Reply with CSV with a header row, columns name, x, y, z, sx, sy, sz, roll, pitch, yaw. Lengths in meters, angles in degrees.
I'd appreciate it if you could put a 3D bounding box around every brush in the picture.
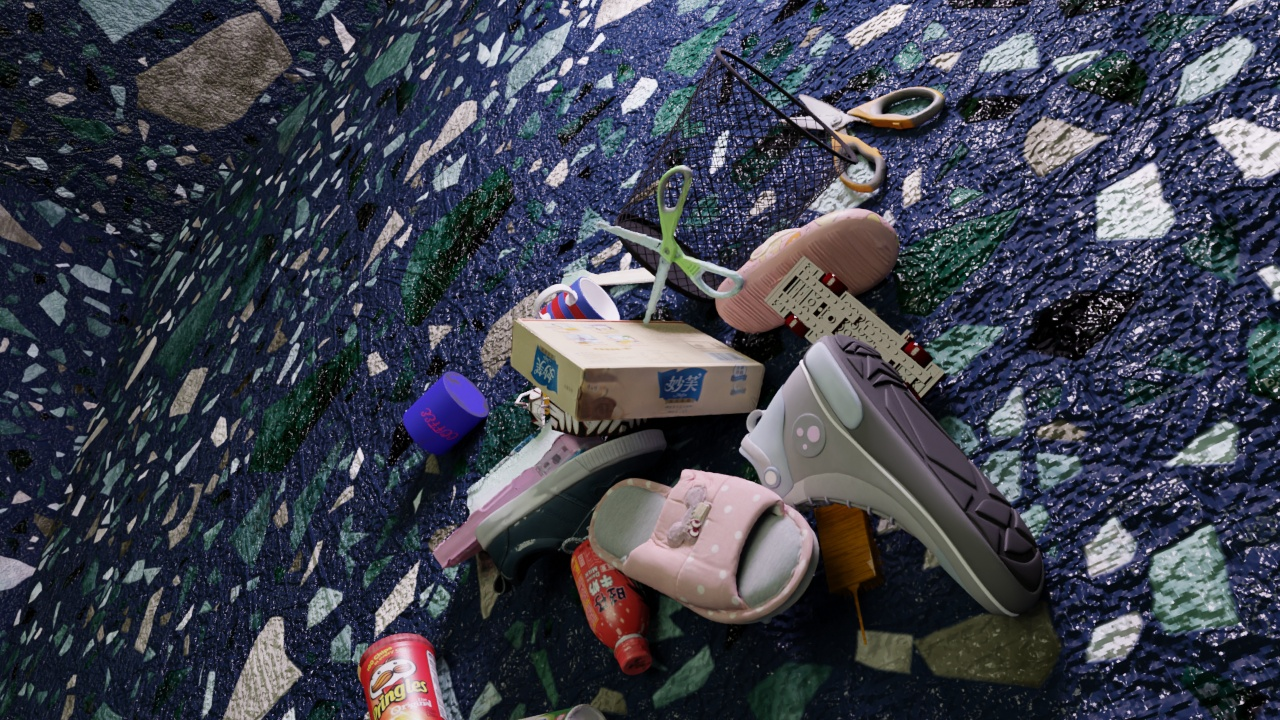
name,x,y,z,sx,sy,sz,roll,pitch,yaw
brush,0.173,0.167,0.748,0.048,0.017,0.126,-30,43,29
brush,-0.032,-0.106,1.186,0.218,0.012,0.033,-1,62,46

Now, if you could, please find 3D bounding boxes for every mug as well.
name,x,y,z,sx,sy,sz,roll,pitch,yaw
mug,-0.262,0.067,1.258,0.084,0.079,0.111,-42,11,16
mug,-0.089,-0.057,1.127,0.076,0.111,0.075,-38,55,21

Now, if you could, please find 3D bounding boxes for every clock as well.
name,x,y,z,sx,sy,sz,roll,pitch,yaw
clock,-0.064,0.035,1.002,0.155,0.114,0.065,2,106,20

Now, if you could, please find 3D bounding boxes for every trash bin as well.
name,x,y,z,sx,sy,sz,roll,pitch,yaw
trash bin,0.089,-0.186,0.973,0.211,0.184,0.184,-51,36,24

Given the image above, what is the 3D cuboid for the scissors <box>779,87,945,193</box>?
name,x,y,z,sx,sy,sz,roll,pitch,yaw
scissors,0.238,-0.267,1.013,0.175,0.016,0.225,-42,38,16

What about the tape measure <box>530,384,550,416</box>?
name,x,y,z,sx,sy,sz,roll,pitch,yaw
tape measure,-0.106,0.031,1.138,0.064,0.037,0.065,-55,23,8

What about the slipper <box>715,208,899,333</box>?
name,x,y,z,sx,sy,sz,roll,pitch,yaw
slipper,0.159,-0.100,0.914,0.198,0.093,0.081,-28,36,33

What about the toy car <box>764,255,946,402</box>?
name,x,y,z,sx,sy,sz,roll,pitch,yaw
toy car,0.193,-0.017,0.824,0.070,0.061,0.170,-49,60,9

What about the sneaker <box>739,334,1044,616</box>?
name,x,y,z,sx,sy,sz,roll,pitch,yaw
sneaker,0.178,0.113,0.717,0.161,0.093,0.256,-51,53,29

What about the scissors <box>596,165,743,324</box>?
name,x,y,z,sx,sy,sz,roll,pitch,yaw
scissors,0.028,-0.110,0.923,0.173,0.021,0.172,22,119,17

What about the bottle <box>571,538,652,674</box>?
name,x,y,z,sx,sy,sz,roll,pitch,yaw
bottle,-0.023,0.234,0.875,0.062,0.062,0.137,-44,39,13

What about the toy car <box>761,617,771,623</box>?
name,x,y,z,sx,sy,sz,roll,pitch,yaw
toy car,0.059,0.191,0.818,0.153,0.056,0.055,38,110,58

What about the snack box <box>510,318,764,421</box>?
name,x,y,z,sx,sy,sz,roll,pitch,yaw
snack box,-0.005,0.005,0.915,0.153,0.207,0.055,33,118,53

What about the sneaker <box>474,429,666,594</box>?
name,x,y,z,sx,sy,sz,roll,pitch,yaw
sneaker,-0.064,0.157,0.958,0.236,0.089,0.087,-34,75,6

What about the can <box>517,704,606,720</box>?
name,x,y,z,sx,sy,sz,roll,pitch,yaw
can,-0.088,0.360,0.843,0.121,0.067,0.067,-26,46,33

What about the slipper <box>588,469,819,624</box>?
name,x,y,z,sx,sy,sz,roll,pitch,yaw
slipper,0.035,0.147,0.776,0.275,0.054,0.114,1,59,53

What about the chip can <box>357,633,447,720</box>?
name,x,y,z,sx,sy,sz,roll,pitch,yaw
chip can,-0.240,0.397,0.965,0.087,0.087,0.213,-47,39,10

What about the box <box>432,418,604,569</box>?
name,x,y,z,sx,sy,sz,roll,pitch,yaw
box,-0.136,0.144,1.081,0.231,0.062,0.160,-41,11,18
